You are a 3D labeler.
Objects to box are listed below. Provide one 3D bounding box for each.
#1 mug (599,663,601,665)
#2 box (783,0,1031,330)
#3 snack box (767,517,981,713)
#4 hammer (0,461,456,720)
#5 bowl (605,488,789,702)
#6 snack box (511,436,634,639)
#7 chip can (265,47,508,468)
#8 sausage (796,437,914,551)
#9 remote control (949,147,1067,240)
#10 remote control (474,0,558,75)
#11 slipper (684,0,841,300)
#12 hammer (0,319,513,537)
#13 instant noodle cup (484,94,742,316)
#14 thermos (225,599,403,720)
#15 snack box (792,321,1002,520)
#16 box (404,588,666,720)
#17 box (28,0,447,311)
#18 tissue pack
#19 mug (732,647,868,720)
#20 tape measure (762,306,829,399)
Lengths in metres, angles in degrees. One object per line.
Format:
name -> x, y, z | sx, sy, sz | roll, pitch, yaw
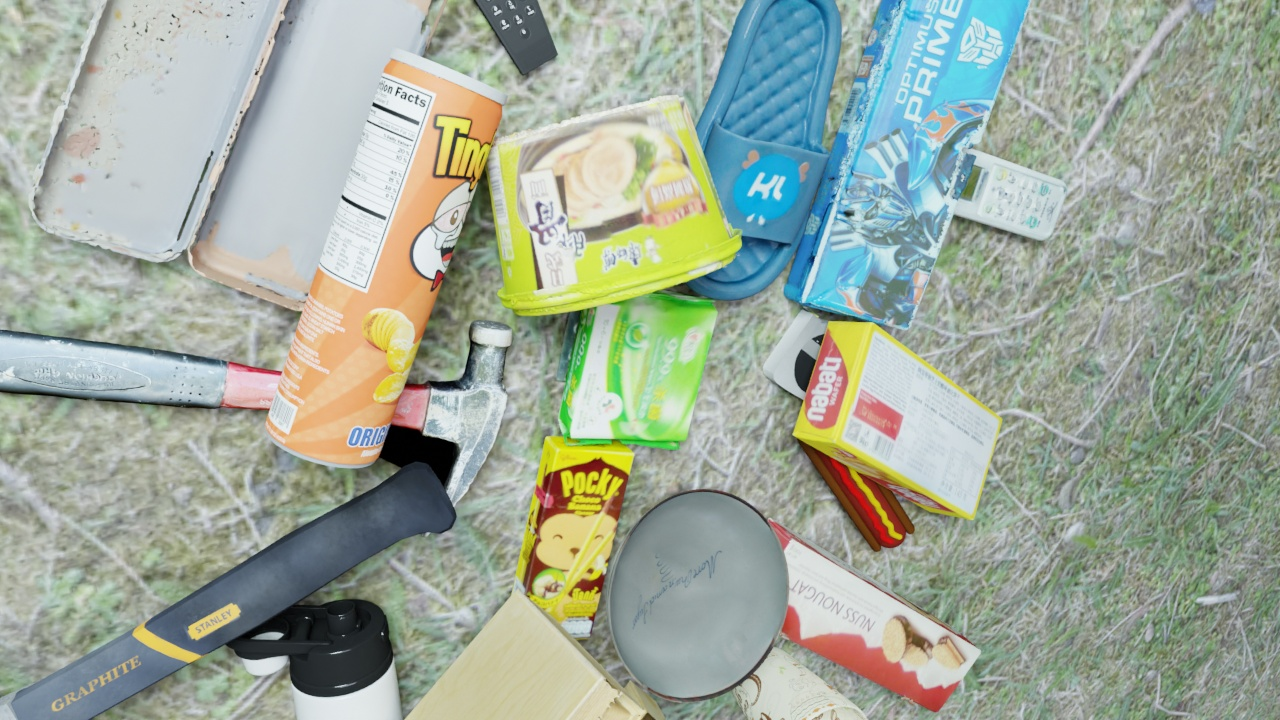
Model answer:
mug -> -0.066, 0.268, 0.669 | 0.104, 0.085, 0.111 | -24, 88, -10
box -> 0.185, -0.145, 0.641 | 0.090, 0.066, 0.243 | 11, 103, -27
snack box -> 0.188, 0.225, 0.784 | 0.273, 0.044, 0.076 | 34, 92, -30
hammer -> -0.248, 0.156, 0.525 | 0.312, 0.035, 0.139 | -29, 96, -5
bowl -> 0.033, 0.167, 0.676 | 0.150, 0.057, 0.150 | -1, 92, -24
snack box -> -0.051, 0.128, 0.650 | 0.061, 0.025, 0.149 | 6, 105, -27
chip can -> -0.135, -0.051, 0.485 | 0.062, 0.062, 0.210 | 17, 101, -29
sausage -> 0.174, 0.098, 0.736 | 0.040, 0.040, 0.155 | -41, 119, -7
remote control -> 0.276, -0.130, 0.713 | 0.133, 0.022, 0.050 | 10, 104, -27
remote control -> -0.086, -0.225, 0.519 | 0.039, 0.010, 0.125 | -34, 118, -11
slipper -> 0.086, -0.140, 0.602 | 0.103, 0.059, 0.214 | 10, 102, -30
hammer -> -0.238, 0.023, 0.523 | 0.325, 0.036, 0.140 | 9, 102, -27
instant noodle cup -> -0.021, -0.091, 0.527 | 0.146, 0.146, 0.098 | -18, 103, -18
thermos -> -0.205, 0.265, 0.607 | 0.101, 0.068, 0.230 | -5, 109, -10
snack box -> 0.204, 0.050, 0.705 | 0.200, 0.042, 0.092 | 28, 75, -37
box -> -0.095, 0.286, 0.548 | 0.148, 0.141, 0.248 | 45, 78, -19
box -> -0.198, -0.144, 0.472 | 0.157, 0.063, 0.216 | 18, 100, -43
tissue pack -> -0.004, 0.004, 0.625 | 0.099, 0.034, 0.114 | 5, 107, -28
mug -> 0.140, 0.289, 0.753 | 0.121, 0.097, 0.081 | 14, 101, -28
tape measure -> 0.131, -0.002, 0.694 | 0.065, 0.017, 0.064 | 33, 92, -30
